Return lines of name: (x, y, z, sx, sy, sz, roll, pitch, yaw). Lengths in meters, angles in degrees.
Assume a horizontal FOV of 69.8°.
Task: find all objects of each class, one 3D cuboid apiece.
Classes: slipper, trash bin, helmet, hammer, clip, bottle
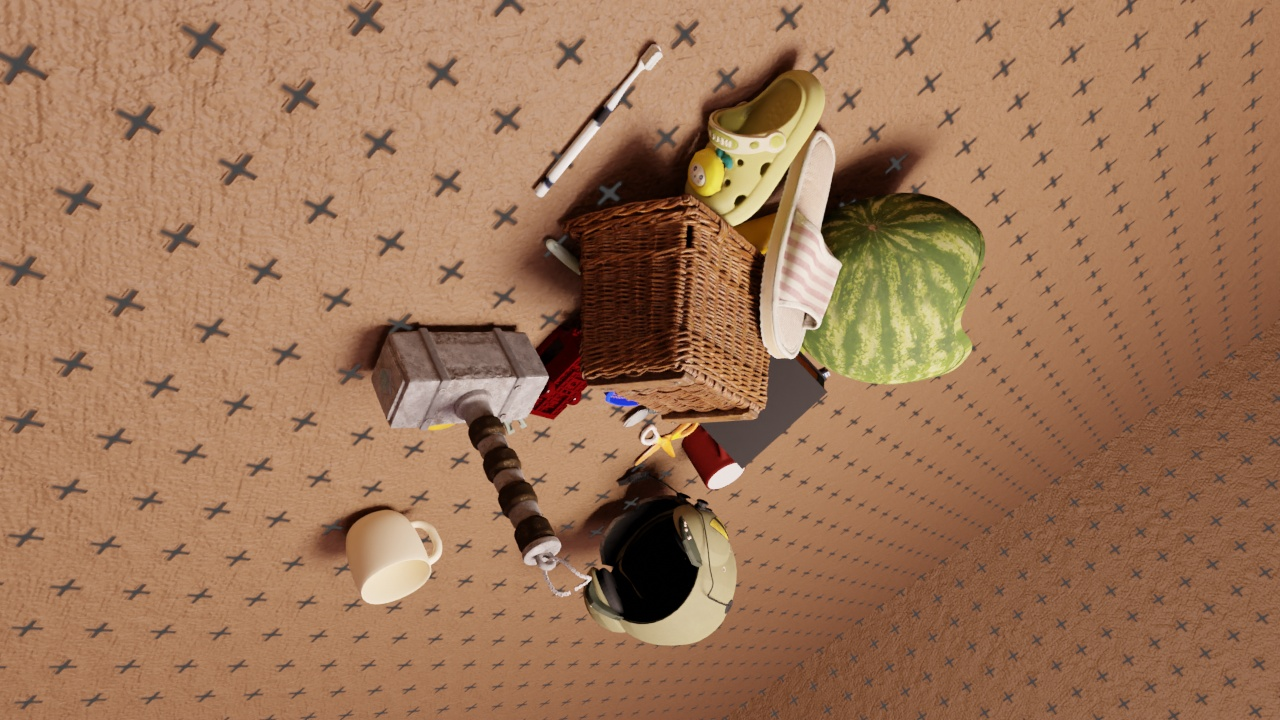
slipper: (0.190, -0.130, 1.030, 0.115, 0.052, 0.262, 22, 78, -56)
trash bin: (0.143, 0.029, 1.195, 0.140, 0.139, 0.171, -44, 175, 11)
helmet: (0.032, 0.317, 1.439, 0.250, 0.255, 0.233, -37, 144, 11)
hammer: (-0.148, 0.102, 0.952, 0.176, 0.326, 0.080, -2, 137, -38)
clip: (-0.168, 0.067, 1.174, 0.044, 0.023, 0.076, -27, 149, -10)
slipper: (0.108, -0.223, 0.950, 0.081, 0.091, 0.191, 16, 122, -47)
bottle: (0.141, -0.150, 1.114, 0.143, 0.043, 0.043, -20, 146, -18)
helmet: (0.301, -0.093, 1.163, 0.243, 0.212, 0.247, -11, 144, 2)

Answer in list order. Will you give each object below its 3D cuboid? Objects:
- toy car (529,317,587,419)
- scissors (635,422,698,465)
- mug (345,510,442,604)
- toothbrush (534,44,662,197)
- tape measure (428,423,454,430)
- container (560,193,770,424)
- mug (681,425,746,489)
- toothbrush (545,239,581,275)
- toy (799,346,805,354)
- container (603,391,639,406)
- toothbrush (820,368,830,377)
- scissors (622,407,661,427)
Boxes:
toy car: (-0.077, -0.004, 1.114, 0.170, 0.062, 0.070, -44, 146, 19)
scissors: (0.035, 0.124, 1.427, 0.125, 0.011, 0.131, -41, 145, 13)
mug: (-0.327, 0.248, 1.214, 0.120, 0.099, 0.096, -20, 144, -21)
toothbrush: (-0.043, -0.227, 0.883, 0.012, 0.017, 0.187, 29, 116, -32)
tape measure: (-0.238, 0.054, 1.090, 0.068, 0.030, 0.059, -24, 147, -7)
container: (0.040, -0.040, 0.998, 0.162, 0.183, 0.249, -6, 160, 31)
mug: (0.118, 0.142, 1.453, 0.073, 0.082, 0.106, -21, 146, -16)
toothbrush: (-0.064, -0.100, 1.038, 0.154, 0.015, 0.022, 37, 74, -56)
toy: (0.212, -0.013, 1.350, 0.089, 0.051, 0.110, -5, 137, -39)
container: (-0.007, 0.007, 1.176, 0.096, 0.058, 0.114, -43, 158, 18)
toothbrush: (0.233, 0.051, 1.489, 0.167, 0.014, 0.014, -24, -179, -11)
scissors: (0.043, 0.054, 1.332, 0.145, 0.019, 0.134, -5, 139, -36)
